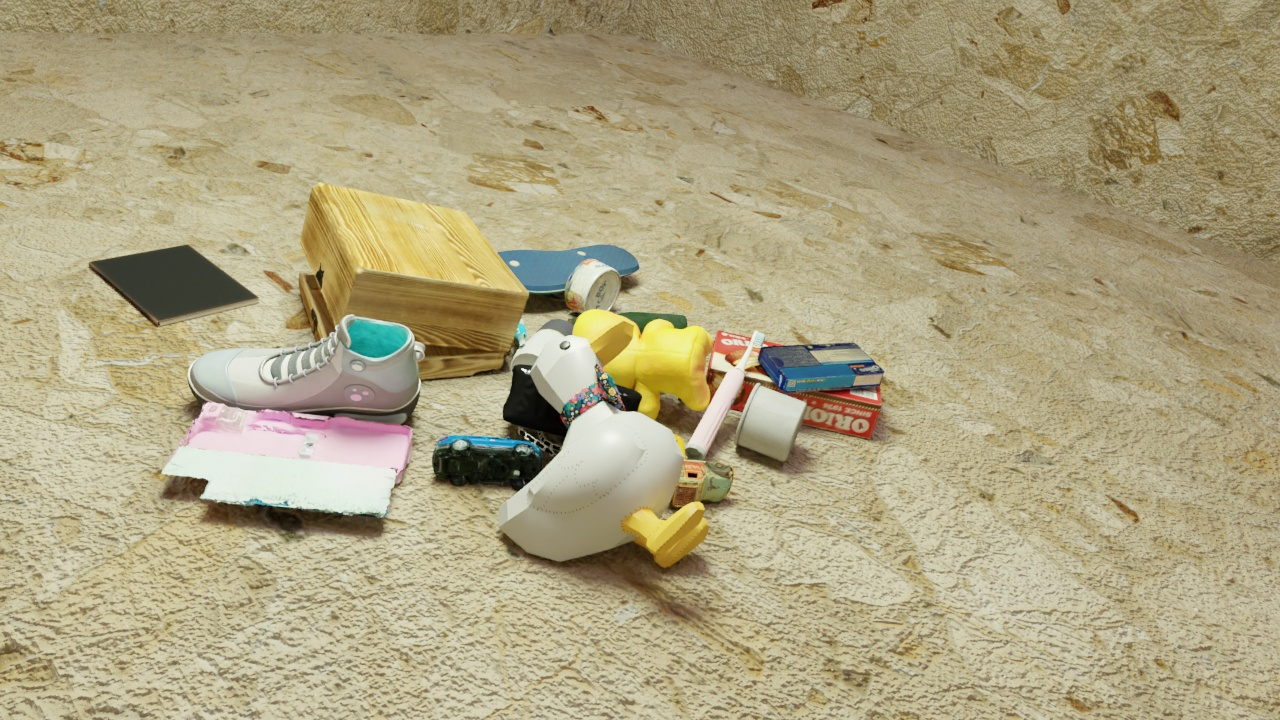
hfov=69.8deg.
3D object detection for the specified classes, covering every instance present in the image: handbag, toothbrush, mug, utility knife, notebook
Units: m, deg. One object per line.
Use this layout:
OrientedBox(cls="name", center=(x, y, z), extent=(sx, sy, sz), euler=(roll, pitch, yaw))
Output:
OrientedBox(cls="handbag", center=(-0.090, 0.069, 1.089), extent=(0.153, 0.114, 0.125), euler=(10, 2, -13))
OrientedBox(cls="toothbrush", center=(0.113, 0.039, 1.177), extent=(0.026, 0.027, 0.221), euler=(24, 54, 13))
OrientedBox(cls="mug", center=(0.166, 0.080, 1.164), extent=(0.070, 0.084, 0.113), euler=(21, -2, 13))
OrientedBox(cls="utility knife", center=(-0.163, -0.037, 1.262), extent=(0.022, 0.015, 0.169), euler=(-37, 15, -4))
OrientedBox(cls="notebook", center=(-0.657, -0.110, 1.293), extent=(0.209, 0.008, 0.141), euler=(30, 34, 31))

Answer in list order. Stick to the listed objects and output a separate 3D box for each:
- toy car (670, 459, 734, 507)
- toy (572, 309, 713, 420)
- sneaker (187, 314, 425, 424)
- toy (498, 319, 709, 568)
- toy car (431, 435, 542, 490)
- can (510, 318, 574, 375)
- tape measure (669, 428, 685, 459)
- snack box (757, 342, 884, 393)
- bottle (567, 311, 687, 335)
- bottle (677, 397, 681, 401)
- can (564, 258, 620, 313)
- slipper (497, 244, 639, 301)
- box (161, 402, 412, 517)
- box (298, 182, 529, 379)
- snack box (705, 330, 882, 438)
OrientedBox(cls="toy car", center=(0.053, 0.141, 1.037), extent=(0.112, 0.047, 0.047), euler=(4, 29, -8))
OrientedBox(cls="toy", center=(-0.004, 0.004, 1.175), extent=(0.194, 0.134, 0.087), euler=(8, -14, 14))
OrientedBox(cls="sneaker", center=(-0.374, 0.000, 1.023), extent=(0.256, 0.161, 0.092), euler=(6, 55, -13))
OrientedBox(cls="toy", center=(-0.045, 0.098, 0.954), extent=(0.246, 0.141, 0.267), euler=(-41, 69, -9))
OrientedBox(cls="toy car", center=(-0.169, 0.108, 1.016), extent=(0.120, 0.056, 0.043), euler=(6, 28, -5))
OrientedBox(cls="can", center=(-0.126, -0.005, 1.223), extent=(0.064, 0.064, 0.127), euler=(17, 29, 11))
OrientedBox(cls="tape measure", center=(0.024, 0.108, 1.107), extent=(0.059, 0.030, 0.068), euler=(9, 28, -7))
OrientedBox(cls="snack box", center=(0.242, 0.009, 1.232), extent=(0.150, 0.027, 0.082), euler=(-3, 34, -19))
OrientedBox(cls="bottle", center=(-0.021, -0.046, 1.345), extent=(0.174, 0.055, 0.055), euler=(4, 29, -8))
OrientedBox(cls="bottle", center=(0.066, 0.029, 1.267), extent=(0.025, 0.025, 0.105), euler=(15, 29, 8))
OrientedBox(cls="can", center=(-0.072, -0.109, 1.407), extent=(0.043, 0.086, 0.086), euler=(29, 34, 29))
OrientedBox(cls="slipper", center=(-0.123, -0.133, 1.466), extent=(0.294, 0.060, 0.118), euler=(-14, 40, -42))
OrientedBox(cls="box", center=(-0.367, 0.110, 0.966), extent=(0.230, 0.035, 0.159), euler=(7, 30, -7))
OrientedBox(cls="box", center=(-0.315, -0.097, 1.255), extent=(0.246, 0.176, 0.279), euler=(4, 27, -33))
OrientedBox(cls="snack box", center=(0.209, 0.031, 1.274), extent=(0.236, 0.060, 0.113), euler=(13, 30, 3))
